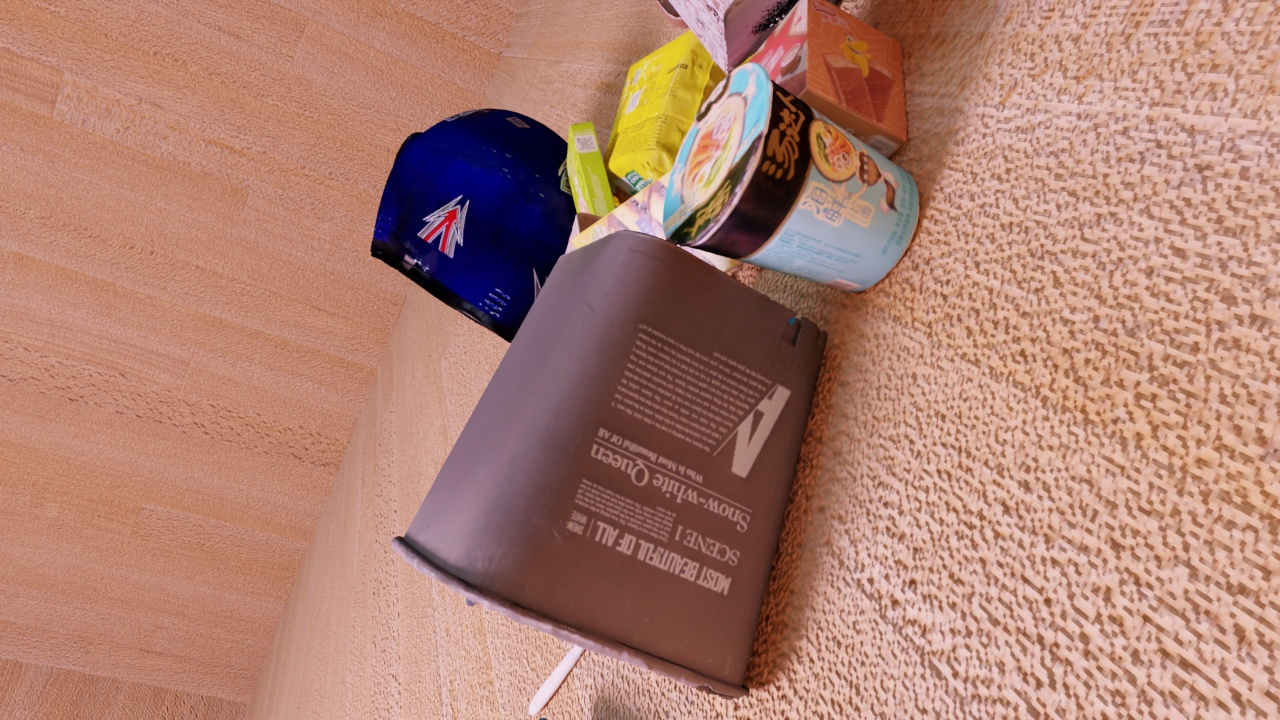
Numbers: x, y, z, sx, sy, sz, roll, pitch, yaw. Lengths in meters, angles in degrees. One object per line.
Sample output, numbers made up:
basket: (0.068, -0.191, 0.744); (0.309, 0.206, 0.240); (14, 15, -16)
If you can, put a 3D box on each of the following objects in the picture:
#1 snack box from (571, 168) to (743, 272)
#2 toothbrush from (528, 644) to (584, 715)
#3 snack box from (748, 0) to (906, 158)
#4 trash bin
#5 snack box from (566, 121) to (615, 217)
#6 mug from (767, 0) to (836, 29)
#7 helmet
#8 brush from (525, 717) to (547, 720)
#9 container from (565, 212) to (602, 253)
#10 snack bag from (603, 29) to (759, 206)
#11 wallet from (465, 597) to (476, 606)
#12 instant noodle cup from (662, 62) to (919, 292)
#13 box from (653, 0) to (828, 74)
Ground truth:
snack box: (0.018, -0.090, 0.718); (0.141, 0.087, 0.033); (-27, 1, 42)
toothbrush: (-0.054, 0.233, 0.740); (0.180, 0.016, 0.016); (-58, 21, 29)
snack box: (0.112, -0.163, 0.600); (0.093, 0.077, 0.094); (-43, 33, 51)
trash bin: (-0.009, 0.058, 0.563); (0.199, 0.199, 0.219); (-4, 61, 66)
snack box: (-0.046, -0.154, 0.937); (0.086, 0.026, 0.156); (114, 143, -72)
mug: (0.105, -0.314, 0.727); (0.112, 0.082, 0.106); (-9, 64, 40)
helmet: (-0.171, -0.167, 1.099); (0.240, 0.247, 0.315); (-56, -3, -4)
brush: (-0.011, 0.300, 0.532); (0.315, 0.060, 0.109); (-12, 66, 63)
container: (-0.032, -0.060, 0.845); (0.090, 0.090, 0.111); (-102, 31, -56)
snack bag: (0.023, -0.236, 0.903); (0.158, 0.068, 0.247); (-70, 20, -2)
wallet: (-0.171, 0.209, 1.052); (0.097, 0.019, 0.120); (-49, 27, 45)
instant noodle cup: (0.091, -0.096, 0.531); (0.111, 0.120, 0.111); (-50, 29, 43)
box: (0.072, -0.320, 0.596); (0.180, 0.217, 0.157); (-35, -16, 6)
